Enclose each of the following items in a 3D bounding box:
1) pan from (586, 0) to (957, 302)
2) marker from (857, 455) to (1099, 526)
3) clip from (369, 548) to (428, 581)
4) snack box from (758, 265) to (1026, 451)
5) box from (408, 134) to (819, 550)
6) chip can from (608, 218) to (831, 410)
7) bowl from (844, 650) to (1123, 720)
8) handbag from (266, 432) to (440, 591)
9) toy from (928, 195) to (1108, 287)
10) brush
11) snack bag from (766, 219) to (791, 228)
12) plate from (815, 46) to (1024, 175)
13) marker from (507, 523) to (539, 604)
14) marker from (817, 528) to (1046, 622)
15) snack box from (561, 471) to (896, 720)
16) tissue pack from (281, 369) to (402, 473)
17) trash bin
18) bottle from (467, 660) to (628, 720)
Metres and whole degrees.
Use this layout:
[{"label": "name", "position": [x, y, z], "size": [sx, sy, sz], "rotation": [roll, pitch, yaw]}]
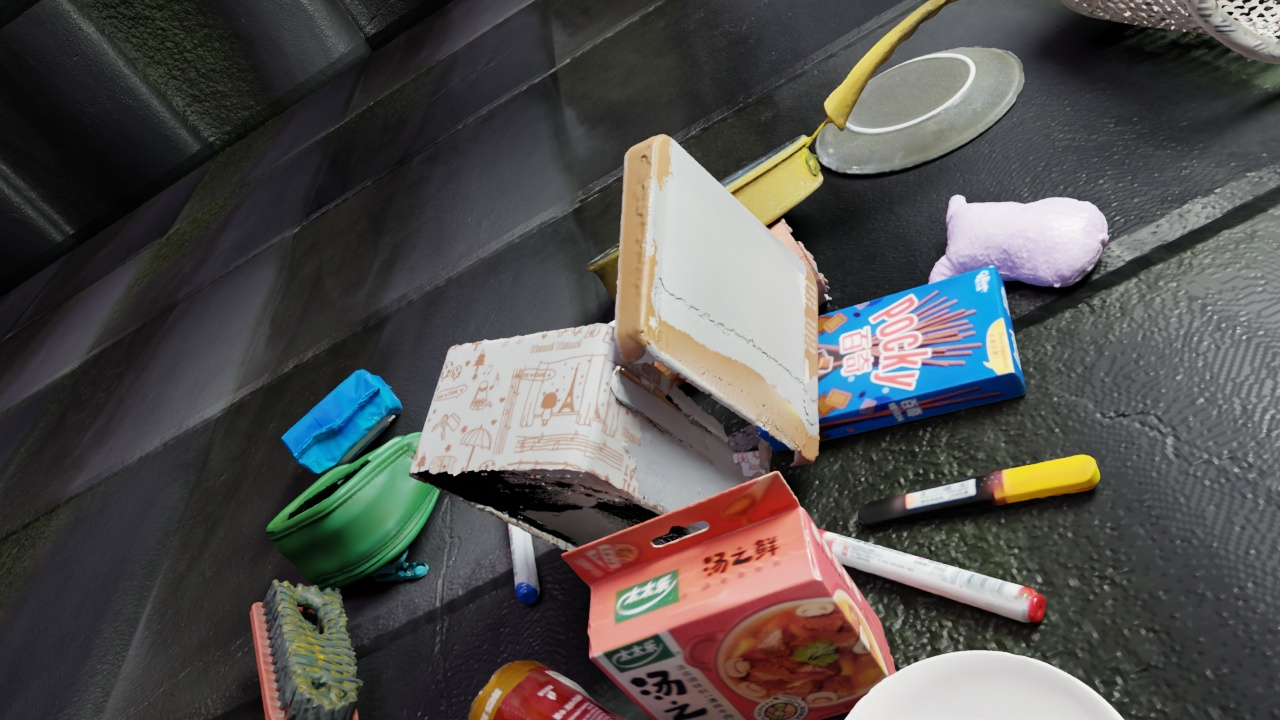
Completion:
[{"label": "pan", "position": [0.107, -0.160, 0.693], "size": [0.358, 0.078, 0.197], "rotation": [-28, 10, 21]}, {"label": "marker", "position": [0.173, 0.071, 0.480], "size": [0.124, 0.015, 0.018], "rotation": [-18, 35, 30]}, {"label": "clip", "position": [-0.185, 0.156, 0.691], "size": [0.057, 0.049, 0.015], "rotation": [-18, 37, 34]}, {"label": "snack box", "position": [0.149, 0.000, 0.569], "size": [0.157, 0.026, 0.084], "rotation": [-17, 45, 27]}, {"label": "box", "position": [-0.002, 0.002, 0.527], "size": [0.157, 0.183, 0.192], "rotation": [-8, 60, 35]}, {"label": "chip can", "position": [0.029, -0.020, 0.671], "size": [0.215, 0.071, 0.071], "rotation": [-31, 33, 7]}, {"label": "bowl", "position": [0.131, 0.176, 0.337], "size": [0.118, 0.065, 0.118], "rotation": [-23, 34, 17]}, {"label": "handbag", "position": [-0.215, 0.114, 0.718], "size": [0.132, 0.068, 0.119], "rotation": [-27, 16, 39]}, {"label": "toy", "position": [0.237, -0.072, 0.580], "size": [0.108, 0.039, 0.083], "rotation": [7, 69, 42]}, {"label": "brush", "position": [-0.228, 0.217, 0.622], "size": [0.146, 0.063, 0.069], "rotation": [43, 111, 55]}, {"label": "snack bag", "position": [0.076, -0.085, 0.750], "size": [0.104, 0.026, 0.048], "rotation": [-19, 25, 22]}, {"label": "plate", "position": [0.231, -0.222, 0.785], "size": [0.180, 0.024, 0.179], "rotation": [-24, 35, 18]}, {"label": "marker", "position": [-0.087, 0.117, 0.654], "size": [0.017, 0.017, 0.145], "rotation": [-31, 33, 6]}, {"label": "marker", "position": [0.133, 0.106, 0.469], "size": [0.145, 0.017, 0.017], "rotation": [9, 53, 47]}, {"label": "snack box", "position": [0.043, 0.124, 0.426], "size": [0.113, 0.127, 0.044], "rotation": [-25, 34, 18]}, {"label": "tissue pack", "position": [-0.262, 0.056, 0.826], "size": [0.095, 0.052, 0.157], "rotation": [-44, 5, -10]}, {"label": "trash bin", "position": [0.383, -0.316, 0.618], "size": [0.227, 0.227, 0.192], "rotation": [-36, 20, 0]}, {"label": "bottle", "position": [-0.009, 0.198, 0.432], "size": [0.175, 0.057, 0.057], "rotation": [11, 55, 44]}]
